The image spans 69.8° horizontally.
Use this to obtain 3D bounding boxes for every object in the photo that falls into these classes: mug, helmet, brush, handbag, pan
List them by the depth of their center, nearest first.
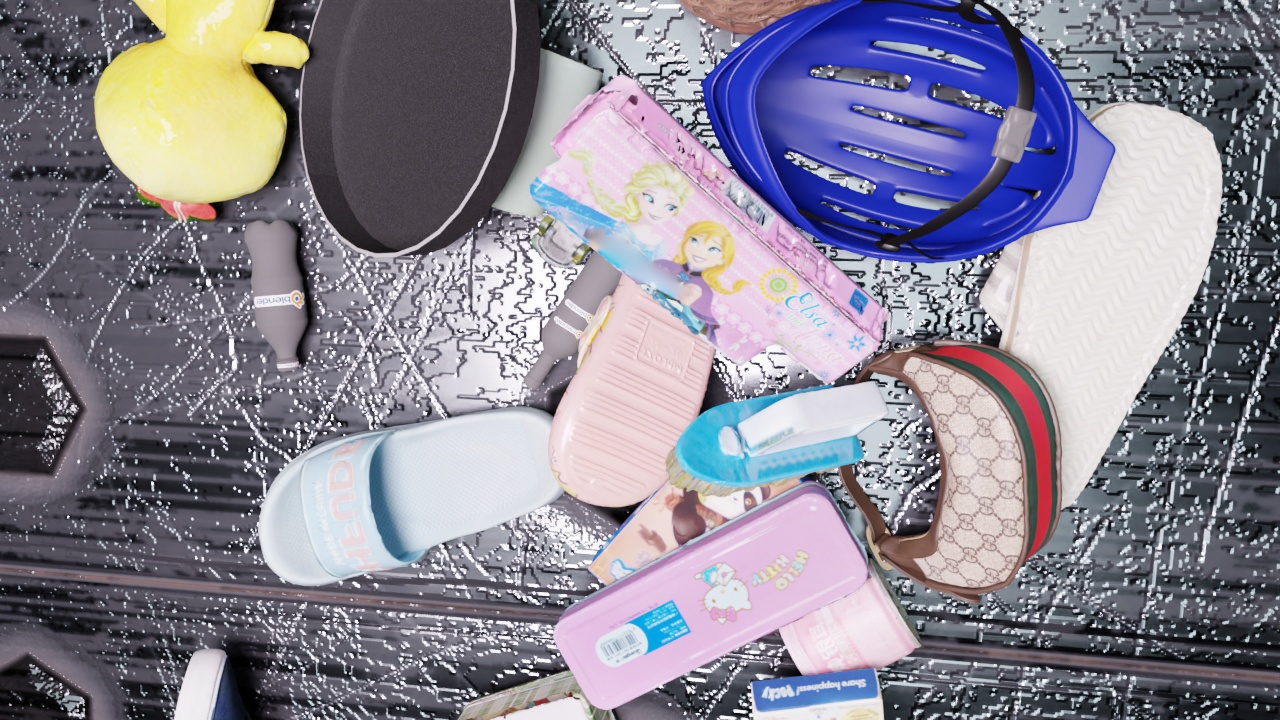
[{"bbox_3d":[0.135,-0.131,0.505,0.241,0.227,0.148,18,103,12],"label":"helmet"},{"bbox_3d":[-0.129,-0.239,0.574,0.225,0.034,0.357,26,105,37],"label":"pan"},{"bbox_3d":[0.083,0.047,0.577,0.135,0.076,0.055,-8,67,-29],"label":"brush"},{"bbox_3d":[0.192,0.071,0.591,0.139,0.063,0.166,8,111,47],"label":"handbag"},{"bbox_3d":[-0.091,-0.160,0.618,0.111,0.084,0.104,29,107,33],"label":"mug"}]

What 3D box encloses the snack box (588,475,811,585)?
[{"bbox_3d":[0.044,0.118,0.648,0.087,0.034,0.151,41,102,1],"label":"snack box"}]

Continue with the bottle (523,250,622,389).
[{"bbox_3d":[-0.048,-0.027,0.645,0.030,0.030,0.113,35,101,3],"label":"bottle"}]

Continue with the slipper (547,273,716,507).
[{"bbox_3d":[-0.004,0.004,0.622,0.093,0.082,0.197,30,76,-23],"label":"slipper"}]

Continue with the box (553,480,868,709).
[{"bbox_3d":[0.045,0.158,0.616,0.214,0.036,0.076,-30,92,11],"label":"box"}]

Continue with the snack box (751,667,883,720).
[{"bbox_3d":[0.125,0.266,0.622,0.082,0.026,0.150,-8,126,9],"label":"snack box"}]

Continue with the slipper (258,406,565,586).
[{"bbox_3d":[-0.168,0.095,0.657,0.245,0.074,0.104,-17,93,9],"label":"slipper"}]

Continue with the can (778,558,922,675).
[{"bbox_3d":[0.140,0.181,0.624,0.076,0.067,0.067,-32,91,10],"label":"can"}]

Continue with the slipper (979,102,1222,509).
[{"bbox_3d":[0.276,-0.024,0.586,0.114,0.054,0.273,14,108,8],"label":"slipper"}]

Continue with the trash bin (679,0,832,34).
[{"bbox_3d":[0.066,-0.280,0.506,0.151,0.210,0.151,1,96,8],"label":"trash bin"}]

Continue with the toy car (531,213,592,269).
[{"bbox_3d":[-0.037,-0.104,0.636,0.038,0.027,0.090,39,102,1],"label":"toy car"}]

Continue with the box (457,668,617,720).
[{"bbox_3d":[-0.054,0.339,0.684,0.118,0.050,0.205,-21,93,13],"label":"box"}]

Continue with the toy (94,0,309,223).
[{"bbox_3d":[-0.307,-0.195,0.634,0.134,0.092,0.208,20,97,3],"label":"toy"}]

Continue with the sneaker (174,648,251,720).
[{"bbox_3d":[-0.289,0.360,0.706,0.127,0.121,0.294,-5,99,-14],"label":"sneaker"}]

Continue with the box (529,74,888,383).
[{"bbox_3d":[0.041,-0.062,0.557,0.230,0.085,0.076,38,68,-18],"label":"box"}]

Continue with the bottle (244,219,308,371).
[{"bbox_3d":[-0.265,-0.047,0.672,0.036,0.036,0.110,-4,96,9],"label":"bottle"}]
